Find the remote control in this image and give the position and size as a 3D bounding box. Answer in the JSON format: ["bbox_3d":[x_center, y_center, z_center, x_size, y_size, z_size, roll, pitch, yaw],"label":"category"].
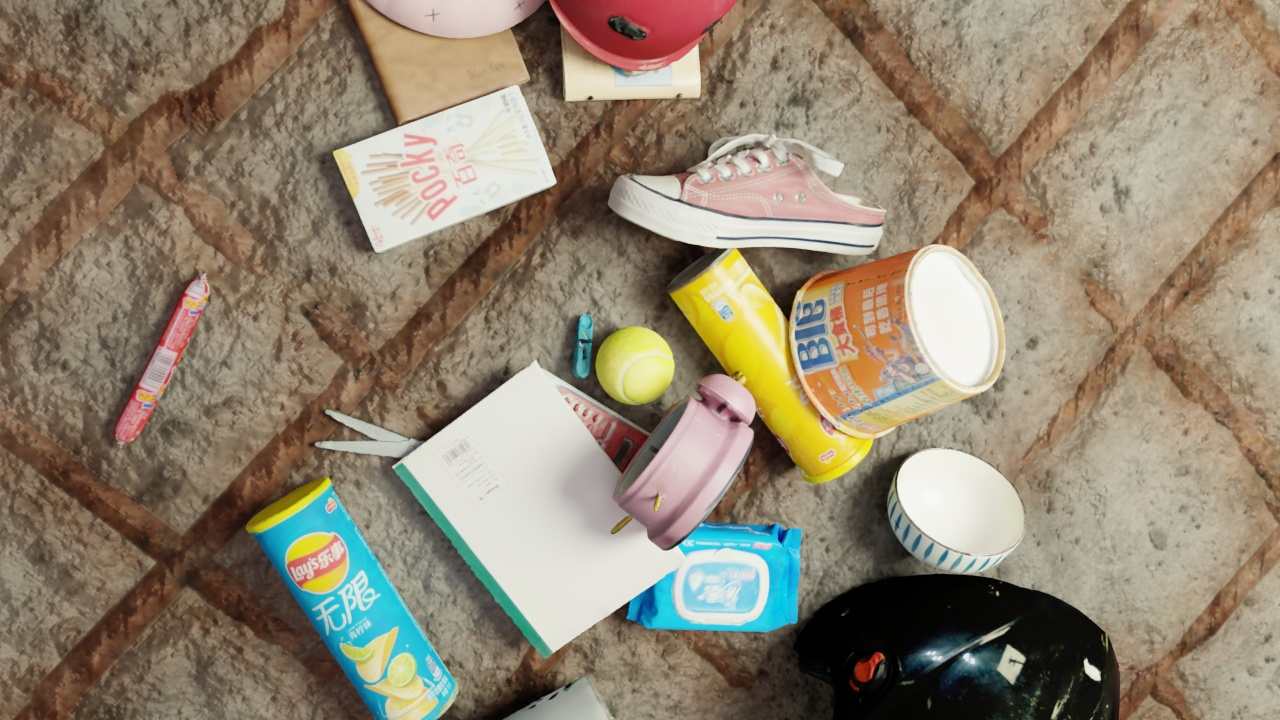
[{"bbox_3d":[-0.048,0.060,0.781,0.136,0.020,0.055,32,79,-13],"label":"remote control"}]

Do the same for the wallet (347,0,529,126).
[{"bbox_3d":[-0.158,-0.253,0.728,0.115,0.020,0.101,-23,101,-10],"label":"wallet"}]

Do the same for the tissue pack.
[{"bbox_3d":[0.069,0.190,0.806,0.157,0.052,0.095,4,96,-11],"label":"tissue pack"}]

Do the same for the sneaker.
[{"bbox_3d":[0.094,-0.141,0.745,0.240,0.118,0.088,3,114,-17],"label":"sneaker"}]

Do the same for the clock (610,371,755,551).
[{"bbox_3d":[0.039,0.071,0.724,0.060,0.117,0.158,38,59,-3],"label":"clock"}]

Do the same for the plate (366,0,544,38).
[{"bbox_3d":[-0.144,-0.347,0.697,0.192,0.039,0.192,0,90,-13],"label":"plate"}]

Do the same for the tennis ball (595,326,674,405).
[{"bbox_3d":[-0.005,0.004,0.763,0.065,0.065,0.065,-1,97,-11],"label":"tennis ball"}]

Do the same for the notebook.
[{"bbox_3d":[-0.083,0.126,0.759,0.150,0.012,0.209,-36,96,4],"label":"notebook"}]

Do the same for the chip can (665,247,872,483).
[{"bbox_3d":[0.112,0.003,0.782,0.072,0.072,0.213,-38,101,-5],"label":"chip can"}]

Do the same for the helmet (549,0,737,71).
[{"bbox_3d":[0.015,-0.347,0.662,0.206,0.144,0.240,-14,97,-27],"label":"helmet"}]

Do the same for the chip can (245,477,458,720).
[{"bbox_3d":[-0.230,0.201,0.742,0.071,0.071,0.210,-29,101,-6],"label":"chip can"}]

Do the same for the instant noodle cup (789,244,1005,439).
[{"bbox_3d":[0.213,-0.020,0.747,0.151,0.112,0.151,12,69,-34],"label":"instant noodle cup"}]

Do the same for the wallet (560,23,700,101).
[{"bbox_3d":[-0.009,-0.259,0.754,0.115,0.024,0.087,-4,102,-10],"label":"wallet"}]

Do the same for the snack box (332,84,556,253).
[{"bbox_3d":[-0.155,-0.153,0.736,0.156,0.027,0.085,-23,100,-8],"label":"snack box"}]

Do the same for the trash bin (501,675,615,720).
[{"bbox_3d":[-0.102,0.397,0.720,0.251,0.230,0.229,-30,101,-11],"label":"trash bin"}]

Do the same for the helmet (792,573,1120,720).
[{"bbox_3d":[0.269,0.306,0.769,0.233,0.231,0.273,51,47,-12],"label":"helmet"}]

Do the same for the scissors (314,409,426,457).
[{"bbox_3d":[-0.176,0.069,0.765,0.144,0.012,0.170,-42,103,-3],"label":"scissors"}]

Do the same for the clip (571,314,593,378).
[{"bbox_3d":[-0.049,-0.012,0.775,0.013,0.037,0.055,5,88,-14],"label":"clip"}]

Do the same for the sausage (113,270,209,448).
[{"bbox_3d":[-0.373,0.000,0.717,0.020,0.020,0.156,27,91,-13],"label":"sausage"}]

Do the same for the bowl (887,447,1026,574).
[{"bbox_3d":[0.274,0.142,0.820,0.116,0.116,0.066,0,136,-11],"label":"bowl"}]
